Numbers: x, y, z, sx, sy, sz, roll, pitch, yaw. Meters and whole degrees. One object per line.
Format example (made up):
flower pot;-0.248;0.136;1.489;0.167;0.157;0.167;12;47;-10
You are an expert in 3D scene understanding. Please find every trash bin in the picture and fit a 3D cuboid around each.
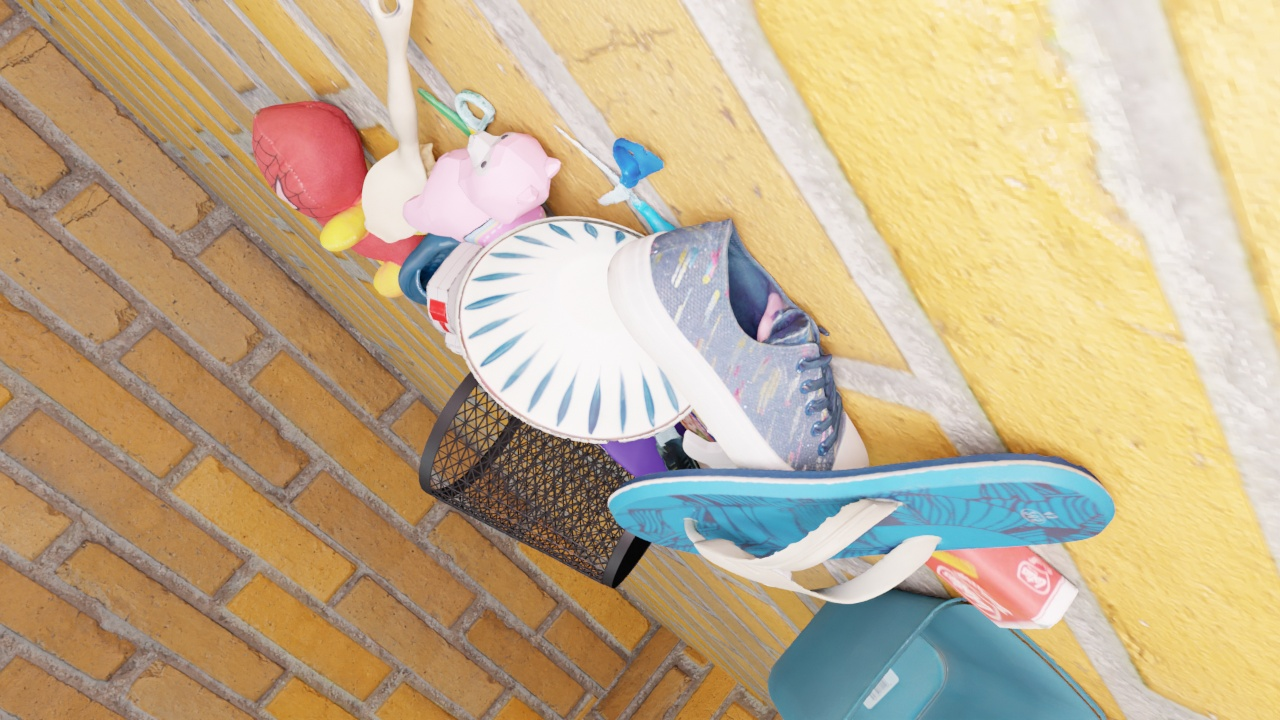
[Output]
trash bin;-0.089;0.126;1.059;0.243;0.216;0.217;31;163;13
trash bin;0.231;0.305;0.794;0.196;0.199;0.219;43;172;-4

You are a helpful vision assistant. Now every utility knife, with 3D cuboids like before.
utility knife;0.044;0.103;0.751;0.029;0.020;0.203;-12;128;19

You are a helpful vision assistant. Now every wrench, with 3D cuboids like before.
wrench;0.086;0.124;0.737;0.047;0.009;0.273;-3;144;19

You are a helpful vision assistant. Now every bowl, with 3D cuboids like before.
bowl;-0.032;-0.032;0.630;0.177;0.070;0.178;5;126;7

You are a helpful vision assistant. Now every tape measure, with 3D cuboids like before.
tape measure;-0.120;-0.045;0.635;0.020;0.060;0.062;16;151;21

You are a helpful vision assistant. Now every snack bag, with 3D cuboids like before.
snack bag;0.215;0.126;0.598;0.116;0.036;0.077;40;165;5

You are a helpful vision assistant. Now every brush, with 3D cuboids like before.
brush;-0.172;-0.172;0.657;0.062;0.077;0.273;21;155;-5

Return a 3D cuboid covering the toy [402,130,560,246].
toy;-0.101;-0.106;0.647;0.158;0.067;0.123;4;146;49

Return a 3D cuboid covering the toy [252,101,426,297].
toy;-0.294;-0.169;0.916;0.216;0.099;0.147;52;179;-34

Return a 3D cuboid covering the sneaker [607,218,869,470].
sneaker;0.081;0.009;0.543;0.079;0.087;0.235;-21;127;37

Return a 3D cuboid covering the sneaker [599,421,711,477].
sneaker;0.041;0.093;0.848;0.244;0.091;0.111;39;167;-16

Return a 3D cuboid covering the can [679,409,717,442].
can;0.052;0.024;0.691;0.100;0.054;0.059;49;166;-25

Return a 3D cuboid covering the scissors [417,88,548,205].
scissors;-0.116;-0.160;0.671;0.125;0.011;0.132;40;163;0

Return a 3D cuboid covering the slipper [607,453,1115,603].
slipper;0.110;0.104;0.526;0.296;0.060;0.118;-11;146;36

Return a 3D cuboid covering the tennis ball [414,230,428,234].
tennis ball;-0.197;-0.144;0.811;0.065;0.065;0.065;38;165;12

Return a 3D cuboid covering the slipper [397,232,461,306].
slipper;-0.172;-0.079;0.864;0.214;0.103;0.059;146;118;-69

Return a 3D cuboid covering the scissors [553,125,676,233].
scissors;-0.005;-0.104;0.555;0.127;0.014;0.134;44;169;6
